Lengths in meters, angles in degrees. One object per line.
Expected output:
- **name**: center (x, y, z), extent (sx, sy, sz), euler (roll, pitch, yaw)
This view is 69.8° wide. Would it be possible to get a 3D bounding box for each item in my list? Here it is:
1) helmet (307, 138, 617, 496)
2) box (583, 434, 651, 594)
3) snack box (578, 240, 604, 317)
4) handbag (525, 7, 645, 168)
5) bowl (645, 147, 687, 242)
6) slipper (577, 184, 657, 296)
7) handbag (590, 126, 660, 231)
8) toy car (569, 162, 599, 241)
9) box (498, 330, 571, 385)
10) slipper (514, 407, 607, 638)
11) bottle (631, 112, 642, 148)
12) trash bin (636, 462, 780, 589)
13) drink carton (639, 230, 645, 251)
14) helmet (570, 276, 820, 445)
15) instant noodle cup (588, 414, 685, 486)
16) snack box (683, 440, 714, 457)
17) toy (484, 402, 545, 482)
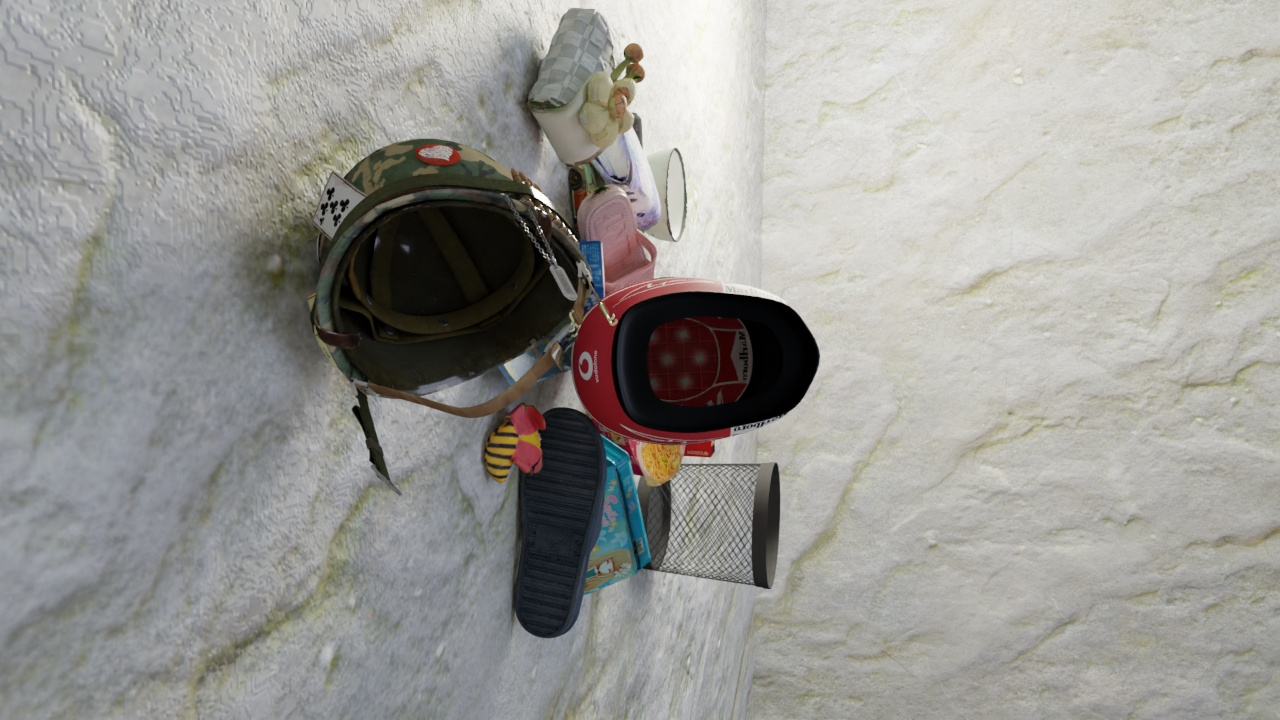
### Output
- **helmet**: center (-0.134, -0.048, 0.654), extent (0.236, 0.193, 0.224), euler (63, 1, 14)
- **box**: center (-0.067, 0.216, 1.252), extent (0.116, 0.097, 0.227), euler (-36, 136, -28)
- **snack box**: center (-0.062, -0.068, 1.179), extent (0.154, 0.033, 0.087), euler (92, -5, -47)
- **handbag**: center (-0.057, -0.329, 1.080), extent (0.112, 0.123, 0.171), euler (55, 44, -57)
- **bowl**: center (0.028, -0.271, 1.510), extent (0.153, 0.073, 0.153), euler (3, 89, -76)
- **slipper**: center (-0.026, -0.135, 1.233), extent (0.064, 0.094, 0.239), euler (51, -12, 29)
- **handbag**: center (-0.026, -0.260, 1.265), extent (0.158, 0.069, 0.126), euler (46, 26, -70)
- **toy car**: center (-0.063, -0.210, 1.215), extent (0.047, 0.047, 0.112), euler (-52, 139, -65)
- **box**: center (-0.119, -0.036, 1.037), extent (0.209, 0.047, 0.122), euler (-21, 111, -74)
- **slipper**: center (-0.086, 0.188, 1.076), extent (0.082, 0.101, 0.263), euler (20, 76, -74)
- **bottle**: center (-0.019, -0.315, 1.375), extent (0.046, 0.047, 0.112), euler (-46, 135, -69)
- **trash bin**: center (0.121, 0.283, 1.621), extent (0.217, 0.227, 0.217), euler (2, 89, -75)
- **drink carton**: center (-0.019, -0.198, 1.402), extent (0.058, 0.041, 0.122), euler (-18, 110, -74)
- **helmet**: center (0.054, 0.000, 1.082), extent (0.224, 0.271, 0.197), euler (-150, -123, -87)
- **instant noodle cup**: center (-0.008, 0.091, 1.338), extent (0.178, 0.078, 0.178), euler (21, 65, -57)
- **snack box**: center (0.037, 0.078, 1.426), extent (0.035, 0.152, 0.133), euler (-37, 127, -71)
- **toy**: center (-0.133, 0.089, 0.996), extent (0.103, 0.046, 0.084), euler (-36, 130, -62)
